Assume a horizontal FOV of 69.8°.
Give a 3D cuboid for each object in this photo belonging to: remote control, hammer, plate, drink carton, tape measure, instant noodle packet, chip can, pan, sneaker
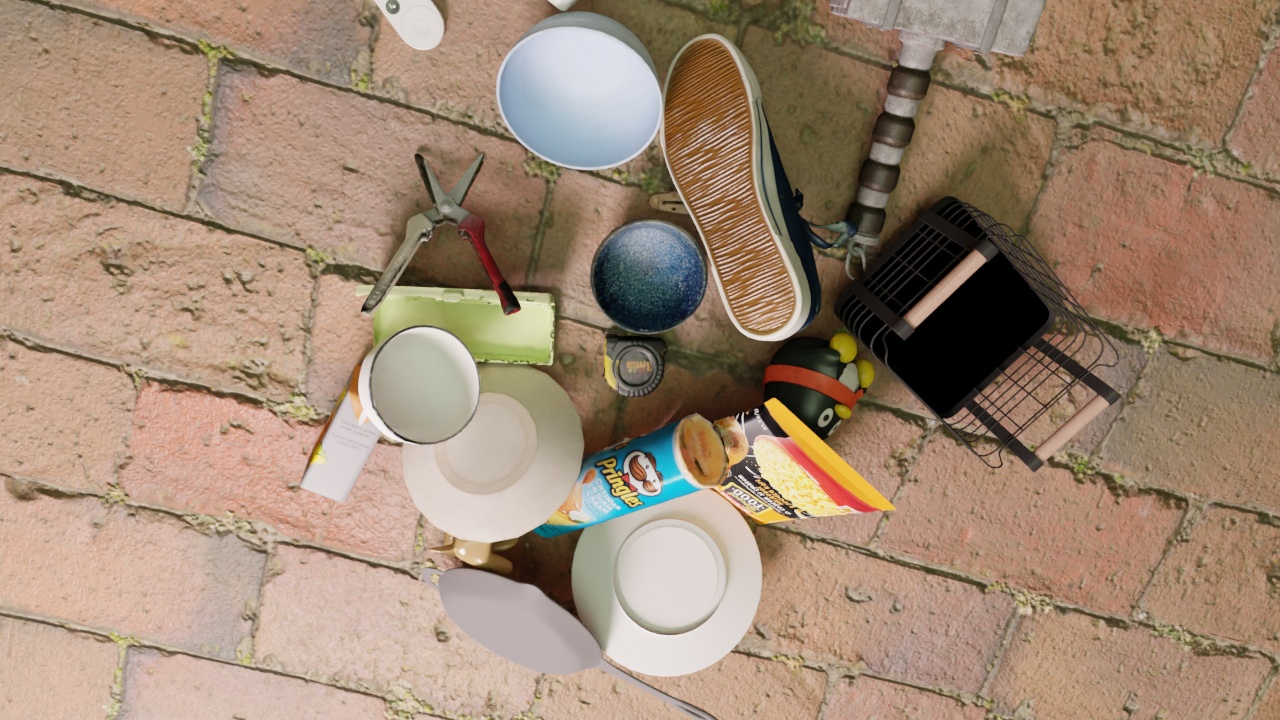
[{"bbox_3d":[-0.232,-0.350,0.847,0.043,0.013,0.136,-34,105,8],"label":"remote control"},{"bbox_3d":[0.244,-0.229,0.875,0.177,0.079,0.327,11,112,-5],"label":"hammer"},{"bbox_3d":[-0.153,0.086,0.924,0.189,0.027,0.188,-2,71,6],"label":"plate"},{"bbox_3d":[-0.299,0.075,0.947,0.048,0.076,0.125,26,107,-20],"label":"drink carton"},{"bbox_3d":[-0.006,0.006,0.955,0.067,0.038,0.062,2,99,-6],"label":"tape measure"},{"bbox_3d":[0.127,0.110,0.920,0.160,0.221,0.032,41,62,-13],"label":"instant noodle packet"},{"bbox_3d":[-0.021,0.120,0.929,0.230,0.079,0.080,-24,109,37],"label":"chip can"},{"bbox_3d":[-0.079,0.313,0.975,0.354,0.024,0.217,27,144,1],"label":"pan"},{"bbox_3d":[0.031,0.232,0.985,0.208,0.015,0.208,1,81,-7],"label":"plate"},{"bbox_3d":[0.114,-0.166,0.876,0.121,0.127,0.294,-19,86,32],"label":"sneaker"}]

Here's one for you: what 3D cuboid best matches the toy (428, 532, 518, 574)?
[{"bbox_3d":[-0.172,0.174,0.968,0.105,0.108,0.134,2,108,-16],"label":"toy"}]

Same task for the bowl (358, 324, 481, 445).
[{"bbox_3d":[-0.220,0.025,0.887,0.116,0.066,0.116,4,84,-39],"label":"bowl"}]

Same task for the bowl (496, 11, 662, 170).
[{"bbox_3d":[-0.051,-0.256,0.838,0.150,0.074,0.151,4,141,3],"label":"bowl"}]

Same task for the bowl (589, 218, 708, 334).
[{"bbox_3d":[0.006,-0.088,0.913,0.114,0.060,0.114,-1,107,-4],"label":"bowl"}]

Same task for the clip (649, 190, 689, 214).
[{"bbox_3d":[0.040,-0.155,0.904,0.060,0.041,0.024,-5,106,-6],"label":"clip"}]

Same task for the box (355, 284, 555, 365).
[{"bbox_3d":[-0.179,-0.048,0.921,0.188,0.064,0.131,2,149,-1],"label":"box"}]

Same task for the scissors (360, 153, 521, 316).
[{"bbox_3d":[-0.193,-0.107,0.864,0.179,0.015,0.198,-31,74,-12],"label":"scissors"}]

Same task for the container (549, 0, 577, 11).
[{"bbox_3d":[-0.067,-0.353,0.800,0.080,0.129,0.050,38,120,-12],"label":"container"}]

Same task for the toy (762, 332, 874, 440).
[{"bbox_3d":[0.170,0.036,0.930,0.097,0.100,0.119,40,67,-49],"label":"toy"}]

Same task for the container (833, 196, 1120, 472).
[{"bbox_3d":[0.325,-0.022,0.884,0.241,0.130,0.163,39,102,-27],"label":"container"}]
